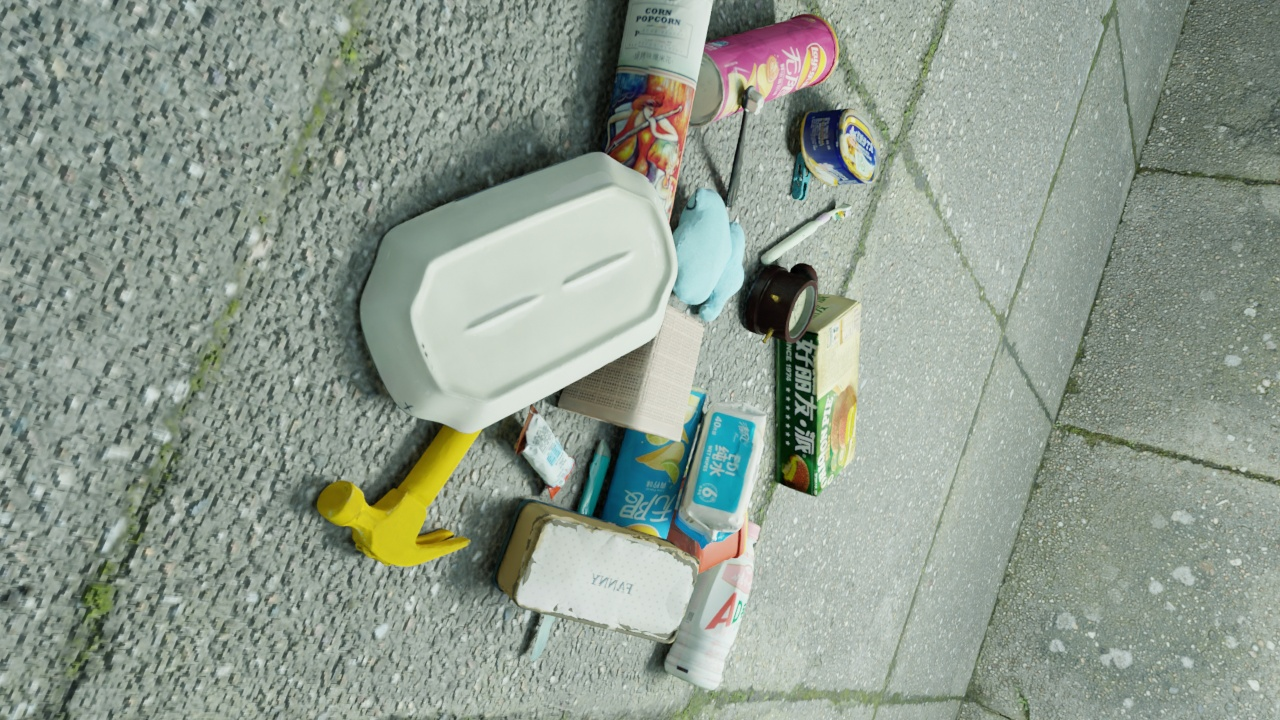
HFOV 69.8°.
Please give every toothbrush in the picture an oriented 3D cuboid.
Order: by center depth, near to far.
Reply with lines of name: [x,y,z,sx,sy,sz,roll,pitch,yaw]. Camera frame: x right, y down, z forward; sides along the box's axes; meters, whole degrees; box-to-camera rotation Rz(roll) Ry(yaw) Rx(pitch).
toothbrush: [0.096,-0.196,0.872,0.015,0.018,0.181,-46,165,-18]
toothbrush: [0.197,-0.151,1.092,0.189,0.029,0.020,-33,87,-42]

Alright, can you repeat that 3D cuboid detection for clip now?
clip: [0.186,-0.212,1.055,0.042,0.014,0.056,-2,103,-55]

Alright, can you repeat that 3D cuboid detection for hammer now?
hammer: [-0.119,0.025,0.712,0.300,0.033,0.129,-58,143,-21]

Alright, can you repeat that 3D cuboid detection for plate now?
plate: [-0.071,-0.052,0.673,0.265,0.034,0.162,-27,110,-29]

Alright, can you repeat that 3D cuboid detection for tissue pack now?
tissue pack: [0.079,0.110,0.891,0.090,0.063,0.139,104,2,-72]

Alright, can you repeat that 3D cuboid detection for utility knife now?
utility knife: [-0.066,0.178,0.865,0.029,0.013,0.215,29,78,-57]

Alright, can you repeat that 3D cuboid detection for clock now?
clock: [0.168,-0.067,1.046,0.121,0.055,0.082,-28,132,-48]

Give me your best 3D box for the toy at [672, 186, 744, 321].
toy: [0.064,-0.101,0.901,0.155,0.050,0.162,-40,141,-49]

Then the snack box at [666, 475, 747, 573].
snack box: [0.058,0.174,0.972,0.079,0.091,0.082,-22,122,-40]

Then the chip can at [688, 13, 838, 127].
chip can: [0.108,-0.277,0.867,0.209,0.071,0.071,-32,128,-43]

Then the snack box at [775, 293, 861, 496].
snack box: [0.228,0.045,1.176,0.114,0.063,0.240,-34,130,-42]

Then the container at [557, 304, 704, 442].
container: [-0.005,0.005,0.817,0.090,0.090,0.111,22,81,-55]

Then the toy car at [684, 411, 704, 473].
toy car: [0.037,0.078,0.946,0.043,0.036,0.091,18,86,-57]

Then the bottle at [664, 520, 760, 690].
bottle: [0.091,0.282,1.083,0.068,0.068,0.196,38,69,-53]

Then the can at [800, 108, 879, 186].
can: [0.233,-0.245,1.060,0.148,0.049,0.074,8,85,-59]

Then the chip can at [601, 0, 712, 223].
chip can: [0.007,-0.201,0.760,0.071,0.071,0.215,-1,105,-54]

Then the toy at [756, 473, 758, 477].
toy: [0.107,0.154,1.074,0.107,0.039,0.084,-58,151,-23]

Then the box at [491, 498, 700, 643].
box: [-0.042,0.184,0.804,0.184,0.061,0.089,24,85,-24]

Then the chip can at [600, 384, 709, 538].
chip can: [0.005,0.119,0.889,0.071,0.071,0.210,14,91,-55]

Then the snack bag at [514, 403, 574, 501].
snack bag: [-0.083,0.081,0.786,0.104,0.026,0.048,60,43,-53]
